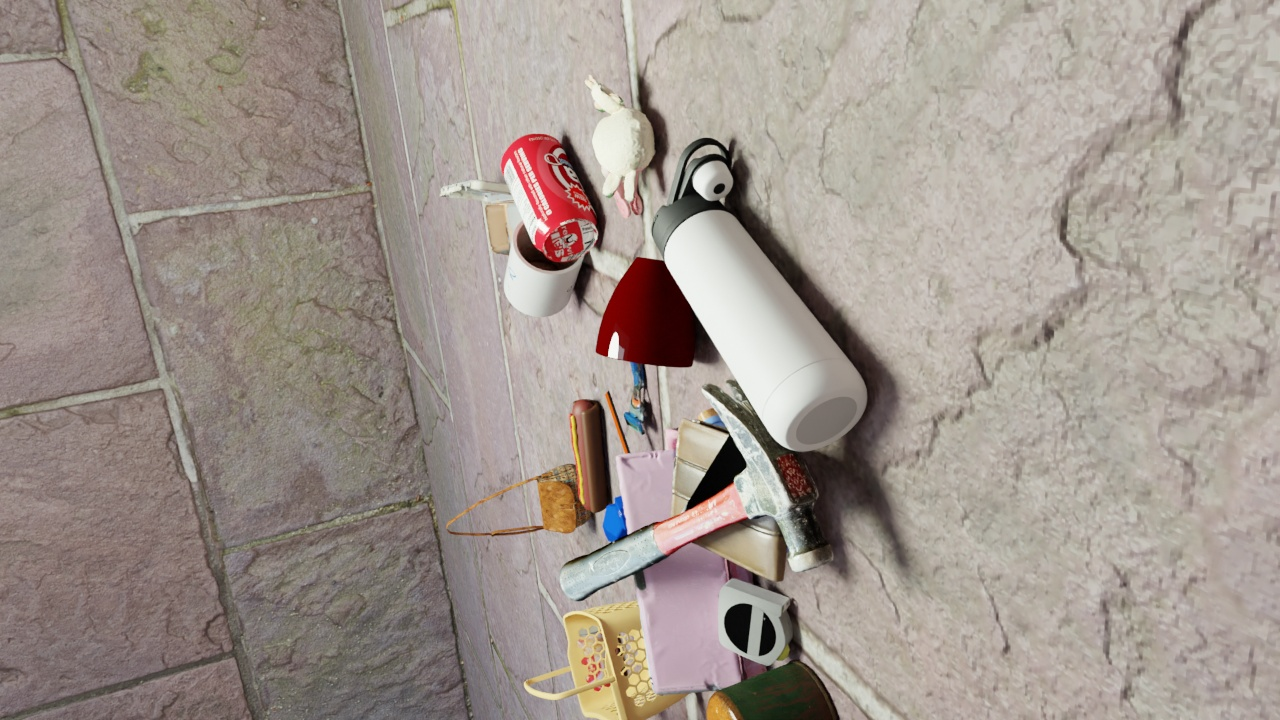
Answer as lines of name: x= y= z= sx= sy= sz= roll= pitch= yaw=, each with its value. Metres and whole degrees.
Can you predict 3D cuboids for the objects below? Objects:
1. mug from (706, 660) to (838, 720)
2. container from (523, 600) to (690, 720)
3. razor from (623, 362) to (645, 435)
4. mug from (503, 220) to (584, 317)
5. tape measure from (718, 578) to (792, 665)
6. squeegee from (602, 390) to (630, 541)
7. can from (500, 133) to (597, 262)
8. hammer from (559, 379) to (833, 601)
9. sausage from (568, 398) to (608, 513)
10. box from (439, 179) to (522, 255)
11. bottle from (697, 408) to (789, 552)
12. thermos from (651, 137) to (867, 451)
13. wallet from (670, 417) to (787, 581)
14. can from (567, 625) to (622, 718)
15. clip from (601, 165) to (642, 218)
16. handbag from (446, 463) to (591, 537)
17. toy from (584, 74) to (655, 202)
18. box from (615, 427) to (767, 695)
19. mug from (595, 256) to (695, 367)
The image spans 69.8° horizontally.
mug: x=0.111 y=0.309 z=0.740 sx=0.085 sy=0.081 sz=0.111 roll=98 pitch=151 yaw=-43
container: x=-0.047 y=0.350 z=1.057 sx=0.184 sy=0.166 sz=0.129 roll=141 pitch=114 yaw=-68
razor: x=-0.006 y=0.006 z=0.956 sx=0.044 sy=0.018 sz=0.141 roll=-150 pitch=54 yaw=-64
mug: x=-0.111 y=-0.126 z=1.082 sx=0.097 sy=0.083 sz=0.119 roll=117 pitch=164 yaw=-60
tape measure: x=0.097 y=0.221 z=0.774 sx=0.064 sy=0.016 sz=0.065 roll=13 pitch=111 yaw=30
squeegee: x=-0.016 y=0.180 z=1.035 sx=0.185 sy=0.055 sz=0.249 roll=103 pitch=149 yaw=-69
can: x=-0.101 y=-0.181 z=1.009 sx=0.075 sy=0.074 sz=0.142 roll=106 pitch=145 yaw=-52
hammer: x=0.016 y=0.131 z=0.724 sx=0.327 sy=0.036 sz=0.140 roll=-39 pitch=67 yaw=50
sausage: x=-0.065 y=0.120 z=1.146 sx=0.040 sy=0.040 sz=0.156 roll=-140 pitch=41 yaw=-58
box: x=-0.198 y=-0.190 z=1.232 sx=0.217 sy=0.095 sz=0.115 roll=-160 pitch=56 yaw=-67
bottle: x=0.080 y=0.096 z=0.743 sx=0.048 sy=0.048 sz=0.131 roll=108 pitch=144 yaw=-54
thermos: x=0.079 y=-0.052 z=0.641 sx=0.229 sy=0.068 sz=0.101 roll=61 pitch=141 yaw=39
wallet: x=0.068 y=0.102 z=0.698 sx=0.121 sy=0.026 sz=0.099 roll=13 pitch=101 yaw=51
can: x=-0.060 y=0.426 z=1.278 sx=0.067 sy=0.066 sz=0.124 roll=-176 pitch=74 yaw=-69
clip: x=-0.020 y=-0.164 z=0.870 sx=0.023 sy=0.044 sz=0.060 roll=167 pitch=104 yaw=-73
handbag: x=-0.160 y=0.201 z=1.222 sx=0.043 sy=0.195 sz=0.094 roll=-124 pitch=26 yaw=-57
toy: x=-0.018 y=-0.198 z=0.819 sx=0.087 sy=0.050 sz=0.112 roll=-162 pitch=65 yaw=-66
box: x=0.036 y=0.183 z=0.826 sx=0.099 sy=0.106 sz=0.233 roll=-162 pitch=62 yaw=-67
mug: x=0.005 y=-0.046 z=0.819 sx=0.114 sy=0.087 sz=0.088 roll=-154 pitch=71 yaw=-71
